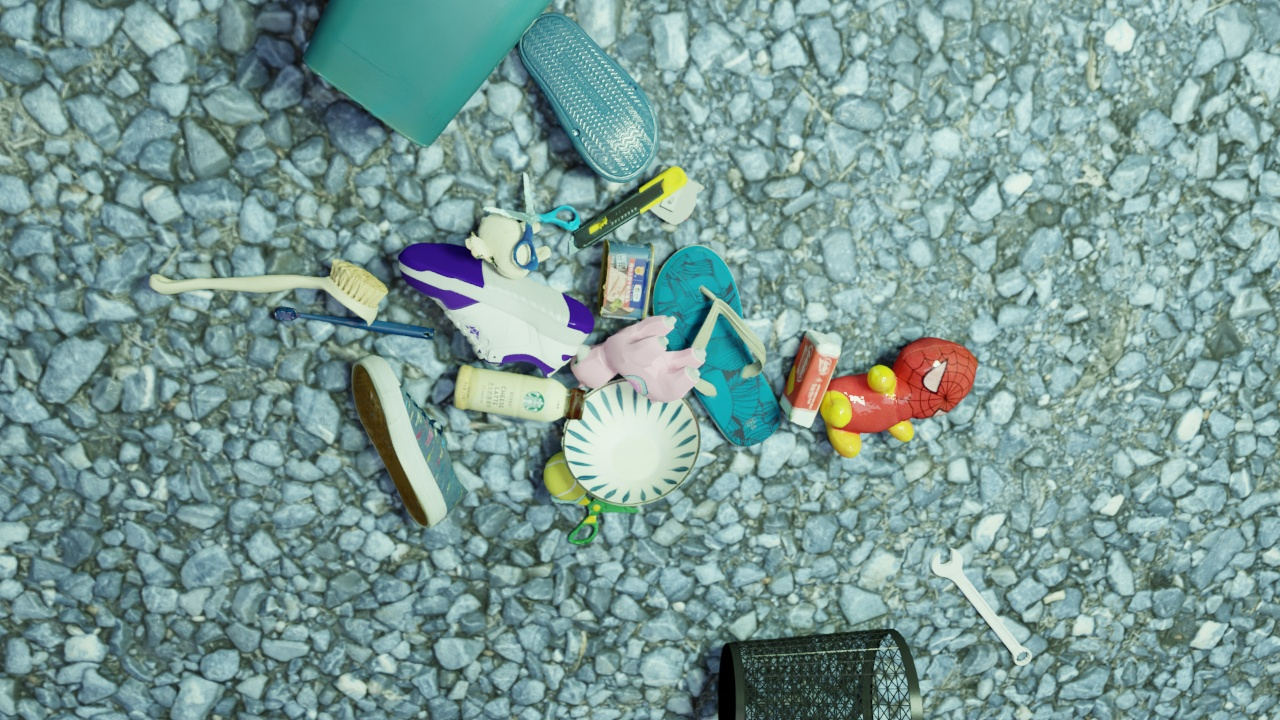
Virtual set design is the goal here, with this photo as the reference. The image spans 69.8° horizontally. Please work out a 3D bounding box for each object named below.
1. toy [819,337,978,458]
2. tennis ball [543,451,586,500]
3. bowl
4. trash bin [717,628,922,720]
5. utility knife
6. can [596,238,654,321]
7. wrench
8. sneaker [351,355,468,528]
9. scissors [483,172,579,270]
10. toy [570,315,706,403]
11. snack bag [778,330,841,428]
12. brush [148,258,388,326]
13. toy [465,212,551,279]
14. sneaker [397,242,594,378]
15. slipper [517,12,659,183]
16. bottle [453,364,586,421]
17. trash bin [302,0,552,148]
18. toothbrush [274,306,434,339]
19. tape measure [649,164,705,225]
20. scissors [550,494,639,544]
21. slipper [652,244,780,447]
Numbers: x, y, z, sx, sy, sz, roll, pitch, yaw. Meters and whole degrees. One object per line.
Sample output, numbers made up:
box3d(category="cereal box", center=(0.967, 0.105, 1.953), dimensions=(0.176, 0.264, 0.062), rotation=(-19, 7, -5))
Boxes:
box3d(category="toy", center=(0.341, 0.040, 1.216), dimensions=(0.216, 0.098, 0.147), rotation=(-26, 145, 2))
box3d(category="tennis ball", center=(-0.095, 0.151, 1.207), dimensions=(0.065, 0.065, 0.065), rotation=(-3, 109, -8))
box3d(category="bowl", center=(-0.009, 0.116, 1.190), dimensions=(0.177, 0.177, 0.071), rotation=(-16, 150, -3))
box3d(category="trash bin", center=(0.243, 0.491, 1.308), dimensions=(0.243, 0.216, 0.217), rotation=(3, 108, -3))
box3d(category="utility knife", center=(-0.020, -0.181, 1.120), dimensions=(0.174, 0.020, 0.029), rotation=(-31, 93, 16))
box3d(category="can", center=(-0.020, -0.099, 1.141), dimensions=(0.059, 0.054, 0.100), rotation=(4, 107, -9))
box3d(category="wrench", center=(0.529, 0.383, 1.413), dimensions=(0.047, 0.009, 0.273), rotation=(-39, 110, 5))
box3d(category="sneaker", center=(-0.289, 0.094, 1.163), dimensions=(0.079, 0.088, 0.235), rotation=(-31, 111, -35))
box3d(category="scissors", center=(-0.127, -0.163, 1.091), dimensions=(0.127, 0.014, 0.133), rotation=(12, 68, -32))
box3d(category="toy", center=(-0.006, 0.007, 1.147), dimensions=(0.158, 0.067, 0.123), rotation=(-26, 117, 35))
box3d(category="snack bag", center=(0.222, 0.022, 1.207), dimensions=(0.036, 0.077, 0.116), rotation=(16, 105, -8))
box3d(category="brush", center=(-0.437, -0.087, 1.083), dimensions=(0.272, 0.062, 0.077), rotation=(4, 91, -6))
box3d(category="toy", center=(-0.162, -0.137, 1.095), dimensions=(0.112, 0.050, 0.087), rotation=(-20, 77, -30))
box3d(category="sneaker", center=(-0.186, -0.054, 1.119), dimensions=(0.244, 0.091, 0.111), rotation=(24, 116, -11))
box3d(category="slipper", center=(-0.058, -0.306, 1.064), dimensions=(0.104, 0.059, 0.213), rotation=(-36, 96, -1))
box3d(category="bottle", center=(-0.151, 0.045, 1.158), dimensions=(0.162, 0.056, 0.056), rotation=(9, 107, -5))
box3d(category="trash bin", center=(-0.219, -0.362, 0.957), dimensions=(0.199, 0.196, 0.219), rotation=(35, 106, -16))
box3d(category="toothbrush", center=(-0.350, -0.045, 1.126), dimensions=(0.190, 0.017, 0.016), rotation=(8, 107, -12))
box3d(category="tape measure", center=(0.040, -0.203, 1.133), dimensions=(0.060, 0.020, 0.062), rotation=(23, 103, -16))
box3d(category="scissors", center=(-0.067, 0.197, 1.256), dimensions=(0.127, 0.011, 0.126), rotation=(38, 100, -18))
box3d(category="slipper", center=(0.103, -0.006, 1.190), dimensions=(0.118, 0.060, 0.295), rotation=(-25, 110, 3))
